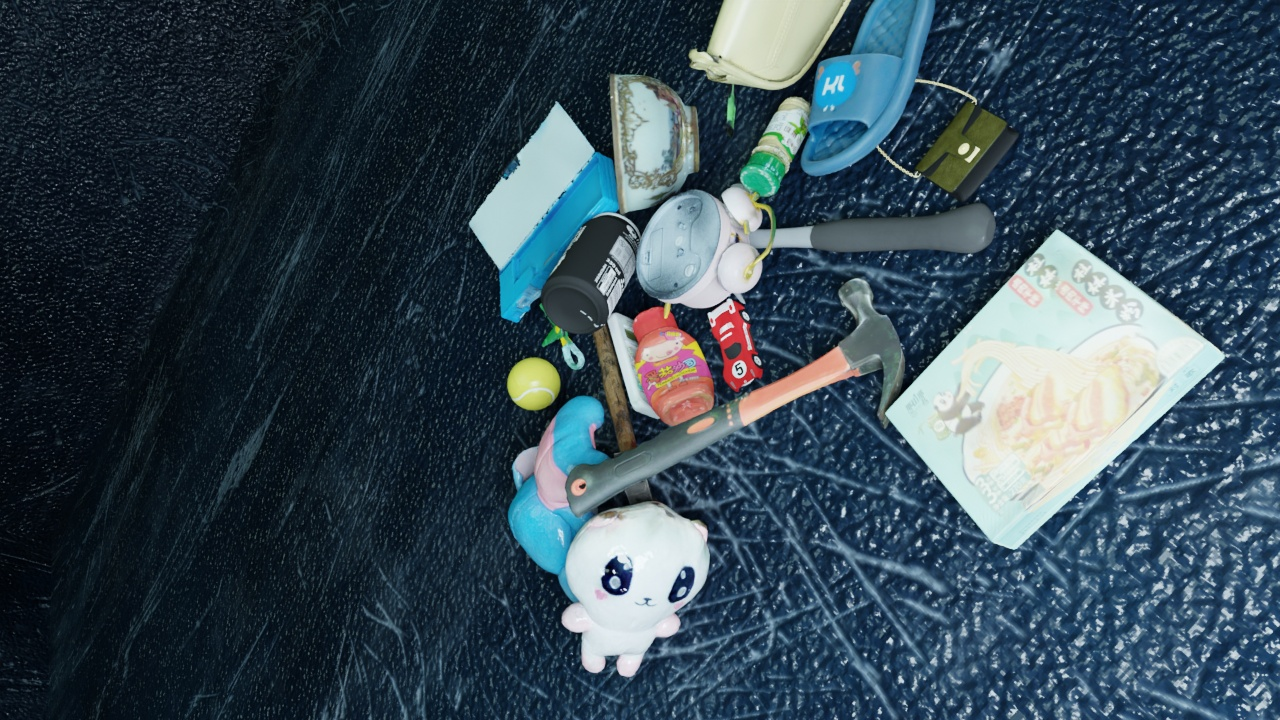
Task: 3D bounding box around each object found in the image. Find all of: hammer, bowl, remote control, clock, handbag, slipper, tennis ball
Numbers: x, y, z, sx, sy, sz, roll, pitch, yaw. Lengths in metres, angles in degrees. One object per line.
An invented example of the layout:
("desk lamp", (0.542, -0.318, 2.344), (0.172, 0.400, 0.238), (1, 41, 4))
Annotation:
("hammer", (0.184, -0.115, 0.868), (0.311, 0.029, 0.125), (7, 79, 49))
("hammer", (0.077, 0.054, 0.825), (0.333, 0.033, 0.133), (-27, 56, 12))
("bowl", (0.018, -0.249, 1.046), (0.094, 0.160, 0.159), (-3, 64, 2))
("remote control", (-0.006, 0.006, 1.014), (0.022, 0.050, 0.133), (-40, 47, 28))
("clock", (0.069, -0.114, 0.925), (0.158, 0.058, 0.116), (-18, 61, 42))
("handbag", (0.143, -0.389, 0.927), (0.088, 0.190, 0.233), (38, 116, 32))
("handbag", (0.256, -0.214, 0.834), (0.084, 0.027, 0.178), (-54, 38, 17))
("slipper", (0.213, -0.272, 0.869), (0.104, 0.059, 0.213), (18, 81, 56))
("tennis ball", (-0.132, 0.029, 1.135), (0.065, 0.065, 0.065), (-22, 58, 41))
("hammer", (-0.032, 0.021, 1.014), (0.033, 0.120, 0.329), (-15, 47, -1))

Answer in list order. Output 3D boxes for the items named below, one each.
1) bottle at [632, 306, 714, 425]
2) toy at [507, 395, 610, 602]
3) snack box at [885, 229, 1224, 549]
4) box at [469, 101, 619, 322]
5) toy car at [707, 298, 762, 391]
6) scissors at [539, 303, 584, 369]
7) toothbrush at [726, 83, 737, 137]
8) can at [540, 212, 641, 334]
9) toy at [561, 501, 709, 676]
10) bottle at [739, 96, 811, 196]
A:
("bottle", (0.030, 0.002, 0.969), (0.071, 0.048, 0.134), (-22, 50, 1))
("toy", (-0.077, 0.150, 0.980), (0.224, 0.098, 0.192), (62, 139, 43))
("snack box", (0.292, 0.021, 0.675), (0.194, 0.044, 0.141), (-52, 41, 21))
("box", (-0.123, -0.186, 1.196), (0.244, 0.059, 0.175), (-43, 60, 36))
("toy car", (0.096, -0.015, 0.928), (0.038, 0.025, 0.089), (-35, 50, 34))
("scissors", (-0.097, -0.032, 1.147), (0.127, 0.011, 0.123), (-37, 66, 57))
("toothbrush", (0.108, -0.340, 1.062), (0.017, 0.014, 0.187), (-22, 57, 57))
("can", (-0.053, -0.101, 1.049), (0.080, 0.080, 0.145), (-27, 26, 39))
("toy", (-0.011, 0.218, 0.877), (0.101, 0.138, 0.179), (-143, 66, -70))
("bottle", (0.140, -0.218, 0.930), (0.043, 0.042, 0.109), (1, 54, 49))
